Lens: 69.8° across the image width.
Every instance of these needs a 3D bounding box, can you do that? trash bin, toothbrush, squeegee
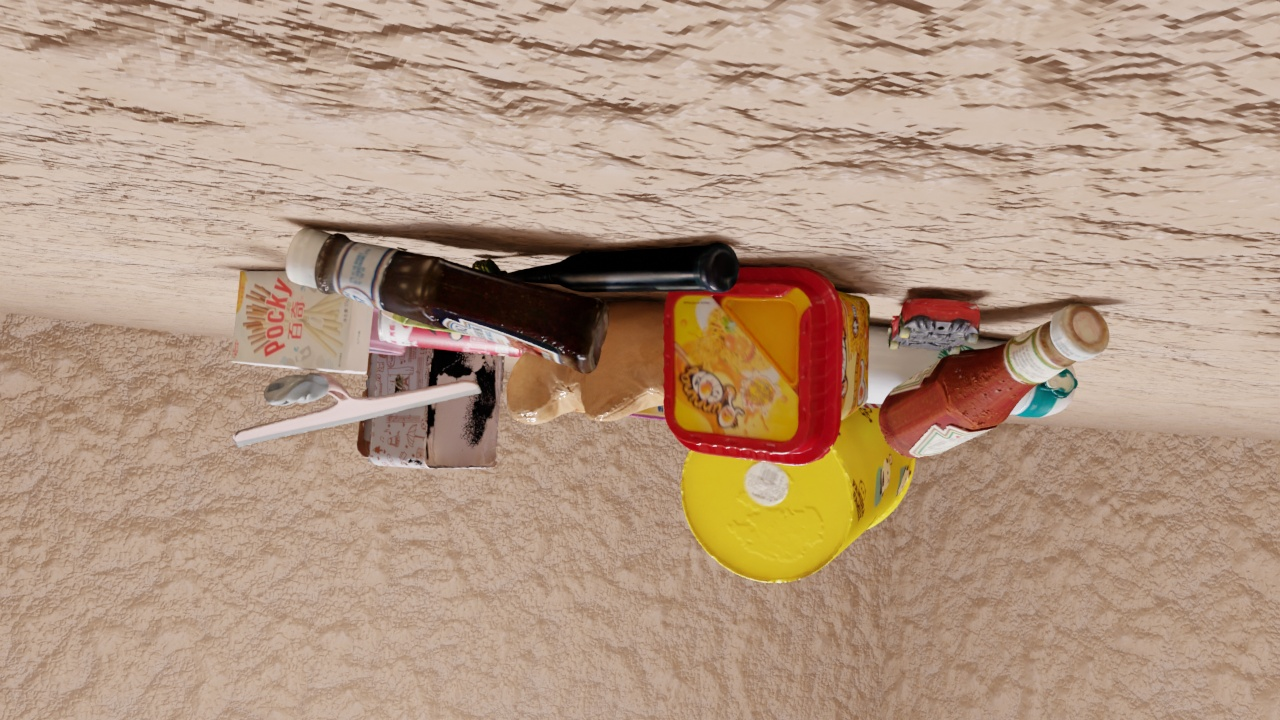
[{"bbox_3d":[0.175,0.123,1.040,0.230,0.229,0.254,4,-172,25],"label":"trash bin"},{"bbox_3d":[-0.033,-0.054,0.551,0.213,0.026,0.027,4,142,43],"label":"toothbrush"},{"bbox_3d":[-0.279,0.029,0.801,0.247,0.040,0.250,-12,175,-4],"label":"squeegee"}]

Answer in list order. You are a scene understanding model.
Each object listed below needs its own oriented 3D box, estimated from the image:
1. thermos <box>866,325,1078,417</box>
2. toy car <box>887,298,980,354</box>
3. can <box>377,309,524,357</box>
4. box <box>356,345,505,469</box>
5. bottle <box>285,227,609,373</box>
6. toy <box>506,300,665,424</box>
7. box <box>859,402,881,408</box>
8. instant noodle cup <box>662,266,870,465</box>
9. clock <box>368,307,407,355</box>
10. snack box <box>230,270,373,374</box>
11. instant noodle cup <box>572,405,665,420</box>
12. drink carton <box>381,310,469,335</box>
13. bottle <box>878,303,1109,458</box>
[{"bbox_3d":[0.253,0.009,0.770,0.224,0.073,0.073,6,177,-10],"label":"thermos"},{"bbox_3d":[0.192,-0.023,0.609,0.049,0.031,0.106,6,173,10],"label":"toy car"},{"bbox_3d":[-0.168,-0.035,0.837,0.132,0.053,0.053,6,177,-5],"label":"can"},{"bbox_3d":[-0.262,0.028,1.041,0.193,0.183,0.156,1,174,27],"label":"box"},{"bbox_3d":[-0.117,-0.039,0.560,0.195,0.044,0.080,16,171,3],"label":"bottle"},{"bbox_3d":[-0.003,0.004,0.721,0.226,0.143,0.082,1,133,41],"label":"toy"},{"bbox_3d":[0.200,0.020,0.927,0.163,0.081,0.075,9,171,-10],"label":"box"},{"bbox_3d":[0.088,-0.002,0.582,0.116,0.116,0.123,4,-173,34],"label":"instant noodle cup"},{"bbox_3d":[-0.295,-0.041,0.912,0.159,0.060,0.117,6,177,31],"label":"clock"},{"bbox_3d":[-0.296,-0.035,0.801,0.157,0.084,0.026,4,177,32],"label":"snack box"},{"bbox_3d":[-0.005,0.005,0.857,0.111,0.099,0.111,6,178,0],"label":"instant noodle cup"},{"bbox_3d":[-0.130,-0.043,0.705,0.122,0.045,0.053,10,-174,-33],"label":"drink carton"},{"bbox_3d":[0.239,0.016,0.639,0.059,0.059,0.207,7,157,-14],"label":"bottle"}]
